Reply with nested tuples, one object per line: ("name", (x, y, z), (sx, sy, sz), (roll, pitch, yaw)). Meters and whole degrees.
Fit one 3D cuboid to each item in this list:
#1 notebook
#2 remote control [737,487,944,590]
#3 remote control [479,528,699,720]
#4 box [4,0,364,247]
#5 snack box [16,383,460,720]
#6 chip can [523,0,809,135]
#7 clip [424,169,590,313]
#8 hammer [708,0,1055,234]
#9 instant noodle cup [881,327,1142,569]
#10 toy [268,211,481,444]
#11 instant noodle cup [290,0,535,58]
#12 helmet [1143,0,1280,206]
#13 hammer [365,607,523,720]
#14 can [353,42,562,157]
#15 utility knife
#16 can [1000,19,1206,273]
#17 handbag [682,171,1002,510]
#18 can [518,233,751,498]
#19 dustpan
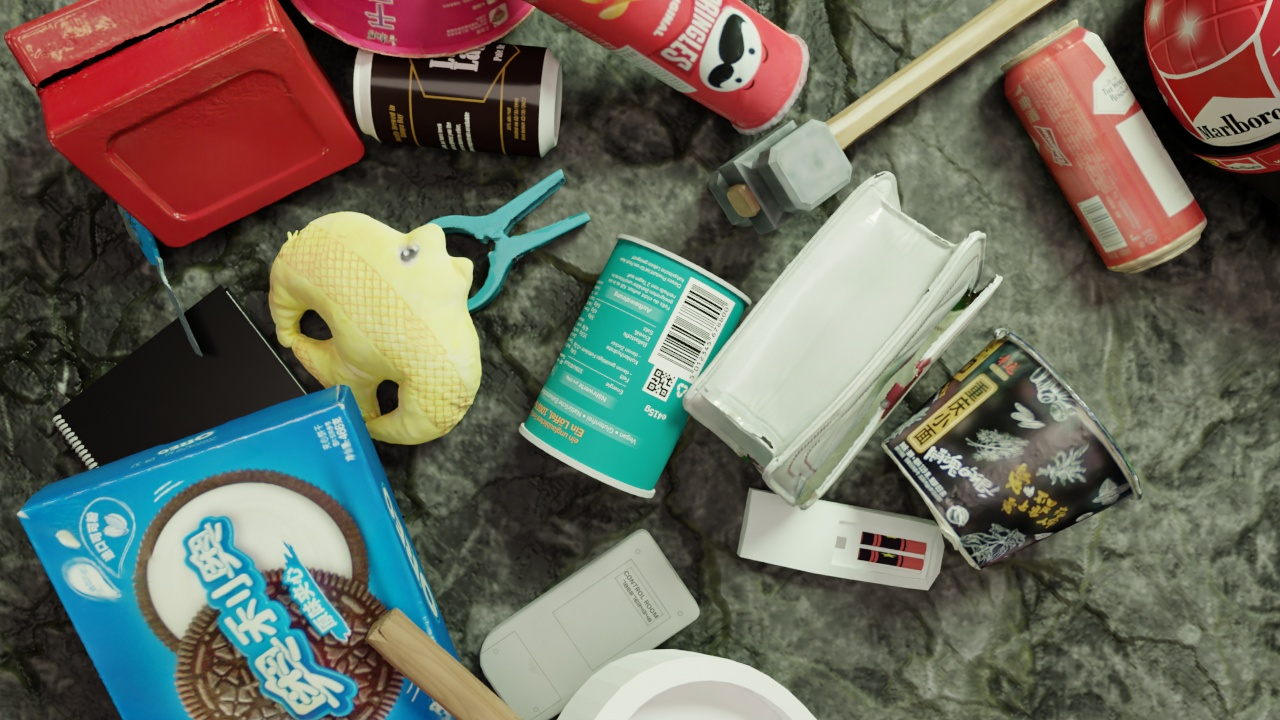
("notebook", (-0.286, 0.074, 0.636), (0.149, 0.016, 0.206), (-39, 87, -2))
("remote control", (0.145, 0.128, 0.652), (0.143, 0.024, 0.049), (10, 91, -2))
("remote control", (-0.039, 0.190, 0.651), (0.151, 0.019, 0.074), (-34, 92, -1))
("box", (-0.281, -0.166, 0.590), (0.157, 0.147, 0.156), (-24, 103, -1))
("snack box", (-0.241, 0.157, 0.589), (0.195, 0.056, 0.239), (-19, 105, -7))
("chip can", (-0.001, -0.218, 0.559), (0.232, 0.073, 0.073), (19, 90, -36))
("clip", (-0.111, -0.098, 0.642), (0.121, 0.031, 0.130), (39, 90, 3))
("hammer", (0.192, -0.195, 0.616), (0.322, 0.117, 0.051), (-36, 101, -9))
("instant noodle cup", (0.235, 0.065, 0.606), (0.112, 0.137, 0.137), (-37, 92, 10))
("toy", (-0.173, -0.027, 0.614), (0.155, 0.064, 0.170), (-42, 91, 25))
("instant noodle cup", (-0.144, -0.286, 0.576), (0.178, 0.078, 0.178), (3, 66, -7))
("helmet", (0.435, -0.213, 0.565), (0.224, 0.198, 0.271), (7, 91, -9))
("hammer", (-0.054, 0.280, 0.604), (0.098, 0.052, 0.328), (-43, 103, -9))
("can", (-0.119, -0.178, 0.616), (0.128, 0.072, 0.072), (5, 91, -1))
("utility knife", (-0.348, -0.102, 0.628), (0.015, 0.031, 0.225), (-26, 87, -34))
("can", (0.315, -0.144, 0.629), (0.067, 0.067, 0.170), (-32, 91, -1))
("handbag", (0.135, -0.002, 0.593), (0.096, 0.142, 0.198), (40, 91, 28))
("can", (-0.004, 0.004, 0.608), (0.099, 0.099, 0.144), (27, 90, -2))
("dustpan", (0.054, 0.304, 0.587), (0.258, 0.053, 0.191), (46, 66, -9))
